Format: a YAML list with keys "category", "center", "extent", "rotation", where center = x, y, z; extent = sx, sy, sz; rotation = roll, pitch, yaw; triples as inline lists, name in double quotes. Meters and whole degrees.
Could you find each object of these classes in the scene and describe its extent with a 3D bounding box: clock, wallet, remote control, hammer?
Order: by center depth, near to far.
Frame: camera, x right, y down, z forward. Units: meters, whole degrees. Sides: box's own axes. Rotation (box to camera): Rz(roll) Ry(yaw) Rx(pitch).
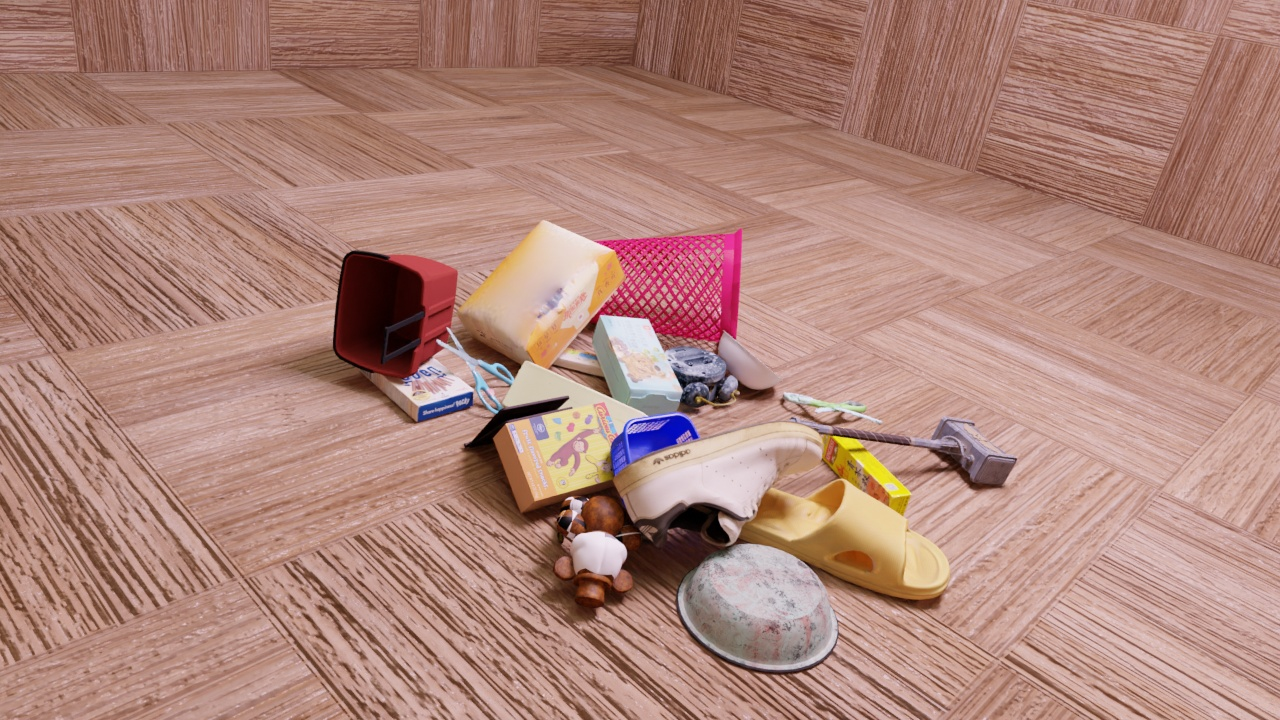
- category: "wallet"
  center: [-0.139, 0.074, 1.043]
  extent: [0.091, 0.116, 0.018]
  rotation: [-10, 74, -34]
- category: "hammer"
  center: [0.309, 0.097, 1.124]
  extent: [0.321, 0.044, 0.098]
  rotation: [9, 24, -26]
- category: "clock"
  center: [0.079, 0.026, 1.248]
  extent: [0.090, 0.052, 0.129]
  rotation: [-10, 31, -34]
- category: "remote control"
  center: [-0.096, -0.002, 1.286]
  extent: [0.126, 0.018, 0.038]
  rotation: [14, 27, 13]

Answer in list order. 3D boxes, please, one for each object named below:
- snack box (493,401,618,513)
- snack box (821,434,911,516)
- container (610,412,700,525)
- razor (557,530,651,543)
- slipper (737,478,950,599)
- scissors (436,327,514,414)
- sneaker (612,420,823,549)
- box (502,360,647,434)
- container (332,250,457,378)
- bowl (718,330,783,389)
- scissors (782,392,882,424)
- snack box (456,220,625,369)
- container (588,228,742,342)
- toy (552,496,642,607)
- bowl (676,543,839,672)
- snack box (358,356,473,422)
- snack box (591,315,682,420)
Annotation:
- category: "snack box"
  center: [-0.084, 0.104, 1.001]
  extent: [0.125, 0.040, 0.088]
  rotation: [-11, 70, -35]
- category: "snack box"
  center: [0.267, 0.135, 1.104]
  extent: [0.029, 0.040, 0.148]
  rotation: [-2, 28, -23]
- category: "container"
  center: [0.020, 0.121, 0.985]
  extent: [0.096, 0.058, 0.114]
  rotation: [-7, 69, -29]
- category: "razor"
  center: [-0.032, 0.176, 0.950]
  extent: [0.106, 0.026, 0.042]
  rotation: [11, 24, -5]
- category: "slipper"
  center: [0.201, 0.168, 0.977]
  extent: [0.263, 0.078, 0.099]
  rotation: [15, 26, 15]
- category: "scissors"
  center: [-0.201, 0.010, 1.172]
  extent: [0.136, 0.015, 0.125]
  rotation: [59, 21, 9]
- category: "sneaker"
  center: [0.096, 0.130, 0.925]
  extent: [0.241, 0.089, 0.102]
  rotation: [-9, 64, -26]
- category: "box"
  center: [-0.078, 0.071, 1.111]
  extent: [0.188, 0.089, 0.077]
  rotation: [25, 61, 26]
- category: "container"
  center: [-0.310, -0.055, 1.114]
  extent: [0.127, 0.148, 0.200]
  rotation: [17, 17, 13]
- category: "bowl"
  center: [0.145, 0.009, 1.291]
  extent: [0.110, 0.040, 0.110]
  rotation: [40, 4, -4]
- category: "scissors"
  center: [0.253, 0.064, 1.229]
  extent: [0.169, 0.023, 0.171]
  rotation: [18, 7, 28]
- category: "snack box"
  center: [-0.139, -0.096, 1.283]
  extent: [0.145, 0.081, 0.195]
  rotation: [27, 67, 31]
- category: "container"
  center: [0.036, -0.114, 1.398]
  extent: [0.226, 0.183, 0.182]
  rotation: [3, 26, 5]
- category: "toy"
  center: [-0.042, 0.181, 0.882]
  extent: [0.087, 0.067, 0.112]
  rotation: [16, 55, -11]
- category: "bowl"
  center: [0.115, 0.225, 0.877]
  extent: [0.157, 0.039, 0.157]
  rotation: [7, 26, -4]
- category: "snack box"
  center: [-0.285, 0.025, 1.161]
  extent: [0.081, 0.026, 0.150]
  rotation: [-14, 35, -40]
- category: "snack box"
  center: [-0.007, 0.007, 1.228]
  extent: [0.075, 0.053, 0.174]
  rotation: [5, 35, -22]
